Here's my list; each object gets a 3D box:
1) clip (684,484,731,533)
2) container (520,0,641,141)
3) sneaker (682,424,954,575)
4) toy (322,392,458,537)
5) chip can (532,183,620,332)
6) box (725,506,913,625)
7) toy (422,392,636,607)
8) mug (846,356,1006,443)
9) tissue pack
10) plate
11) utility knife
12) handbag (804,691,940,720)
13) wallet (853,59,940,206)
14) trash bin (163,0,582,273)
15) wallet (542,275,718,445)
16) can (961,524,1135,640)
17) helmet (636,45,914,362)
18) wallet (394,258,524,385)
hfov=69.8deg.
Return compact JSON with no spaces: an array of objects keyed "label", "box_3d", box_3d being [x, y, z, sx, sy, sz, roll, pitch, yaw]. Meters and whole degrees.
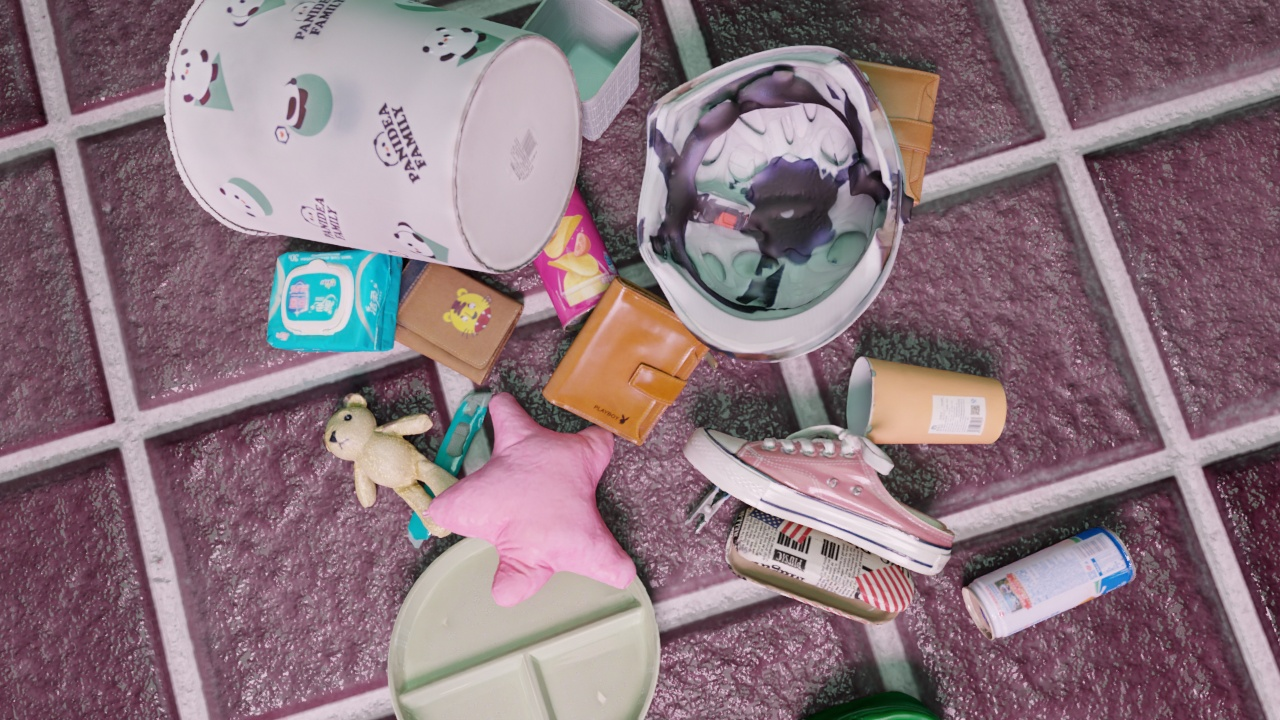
[{"label":"clip","box_3d":[0.063,0.132,0.831,0.038,0.026,0.058,42,86,-2]},{"label":"container","box_3d":[-0.054,-0.269,0.842,0.090,0.111,0.090,35,86,6]},{"label":"sneaker","box_3d":[0.158,0.097,0.787,0.241,0.118,0.088,22,97,11]},{"label":"toy","box_3d":[-0.221,0.097,0.824,0.157,0.066,0.105,36,102,13]},{"label":"chip can","box_3d":[-0.083,-0.135,0.846,0.071,0.071,0.210,-25,83,-2]},{"label":"box","box_3d":[0.158,0.172,0.794,0.163,0.082,0.075,20,69,6]},{"label":"toy","box_3d":[-0.098,0.114,0.793,0.178,0.075,0.194,-1,61,-21]},{"label":"mug","box_3d":[0.253,0.040,0.813,0.123,0.078,0.078,5,83,-2]},{"label":"tissue pack","box_3d":[-0.275,-0.053,0.832,0.134,0.050,0.093,1,83,28]},{"label":"plate","box_3d":[-0.098,0.250,0.785,0.230,0.027,0.229,1,61,-1]},{"label":"utility knife","box_3d":[-0.178,0.098,0.848,0.029,0.013,0.157,21,84,12]},{"label":"handbag","box_3d":[0.201,0.351,0.776,0.131,0.068,0.120,-18,83,0]},{"label":"wallet","box_3d":[0.220,-0.215,0.868,0.108,0.031,0.131,11,85,5]},{"label":"trash bin","box_3d":[-0.200,-0.186,0.744,0.252,0.229,0.229,17,83,21]},{"label":"wallet","box_3d":[-0.005,0.005,0.816,0.119,0.035,0.131,29,112,-12]},{"label":"can","box_3d":[0.353,0.194,0.798,0.134,0.053,0.053,-23,82,-1]},{"label":"helmet","box_3d":[0.122,-0.126,0.794,0.229,0.145,0.258,-12,84,25]},{"label":"wallet","box_3d":[-0.179,-0.041,0.858,0.115,0.033,0.090,29,84,2]}]
